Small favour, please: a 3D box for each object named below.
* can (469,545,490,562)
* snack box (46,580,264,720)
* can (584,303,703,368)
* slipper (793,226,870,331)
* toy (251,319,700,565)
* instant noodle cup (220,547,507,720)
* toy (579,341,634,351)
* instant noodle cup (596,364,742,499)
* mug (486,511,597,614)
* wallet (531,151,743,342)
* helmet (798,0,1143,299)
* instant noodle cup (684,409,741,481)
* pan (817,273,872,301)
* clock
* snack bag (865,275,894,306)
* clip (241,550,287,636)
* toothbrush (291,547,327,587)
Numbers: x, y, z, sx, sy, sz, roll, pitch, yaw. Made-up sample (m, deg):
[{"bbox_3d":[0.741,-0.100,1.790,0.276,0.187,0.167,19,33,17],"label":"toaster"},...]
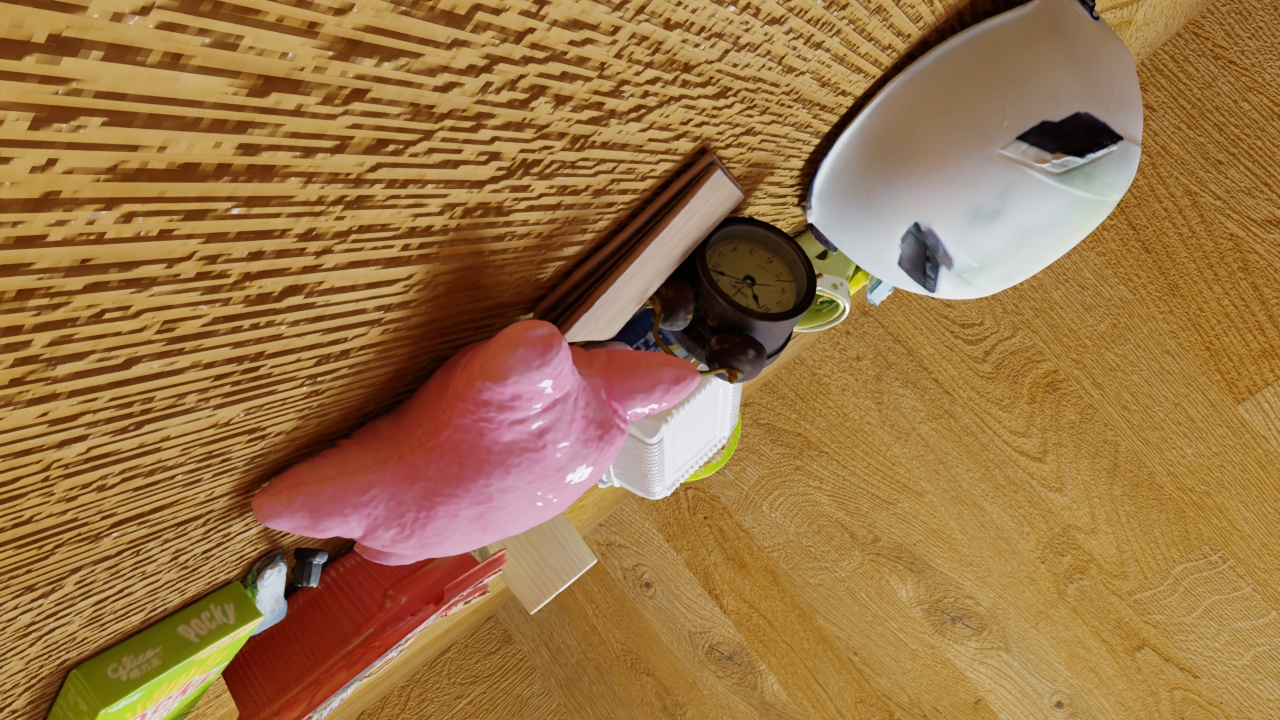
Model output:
[{"bbox_3d":[-0.182,0.184,0.751,0.116,0.058,0.058,-40,172,4],"label":"can"},{"bbox_3d":[-0.262,0.176,0.477,0.157,0.026,0.085,-46,170,36],"label":"snack box"},{"bbox_3d":[-0.004,0.004,0.601,0.148,0.049,0.075,-37,171,-17],"label":"can"},{"bbox_3d":[0.141,-0.060,0.792,0.190,0.081,0.092,-30,171,-34],"label":"slipper"},{"bbox_3d":[-0.068,0.045,0.417,0.195,0.074,0.178,-32,158,21],"label":"toy"},{"bbox_3d":[-0.188,0.178,0.605,0.189,0.079,0.164,-39,175,9],"label":"instant noodle cup"},{"bbox_3d":[-0.043,0.014,0.504,0.107,0.039,0.084,-16,162,-50],"label":"toy"},{"bbox_3d":[0.025,0.040,0.716,0.137,0.060,0.174,-40,154,-20],"label":"instant noodle cup"},{"bbox_3d":[-0.106,0.172,0.855,0.081,0.106,0.115,-35,170,-29],"label":"mug"},{"bbox_3d":[0.003,-0.051,0.453,0.115,0.020,0.101,-44,173,12],"label":"wallet"},{"bbox_3d":[0.234,-0.125,0.616,0.230,0.146,0.258,-44,170,29],"label":"helmet"},{"bbox_3d":[0.021,0.065,0.872,0.111,0.111,0.124,-36,179,-20],"label":"instant noodle cup"},{"bbox_3d":[0.185,-0.064,0.961,0.356,0.078,0.198,-37,172,-17],"label":"pan"},{"bbox_3d":[0.051,-0.032,0.533,0.121,0.082,0.055,-42,170,-36],"label":"clock"},{"bbox_3d":[0.249,-0.132,0.801,0.191,0.039,0.110,-62,177,7],"label":"snack bag"},{"bbox_3d":[-0.197,0.119,0.481,0.027,0.045,0.058,-23,152,-48],"label":"clip"},{"bbox_3d":[-0.172,0.110,0.467,0.014,0.017,0.190,11,161,-18],"label":"toothbrush"}]
